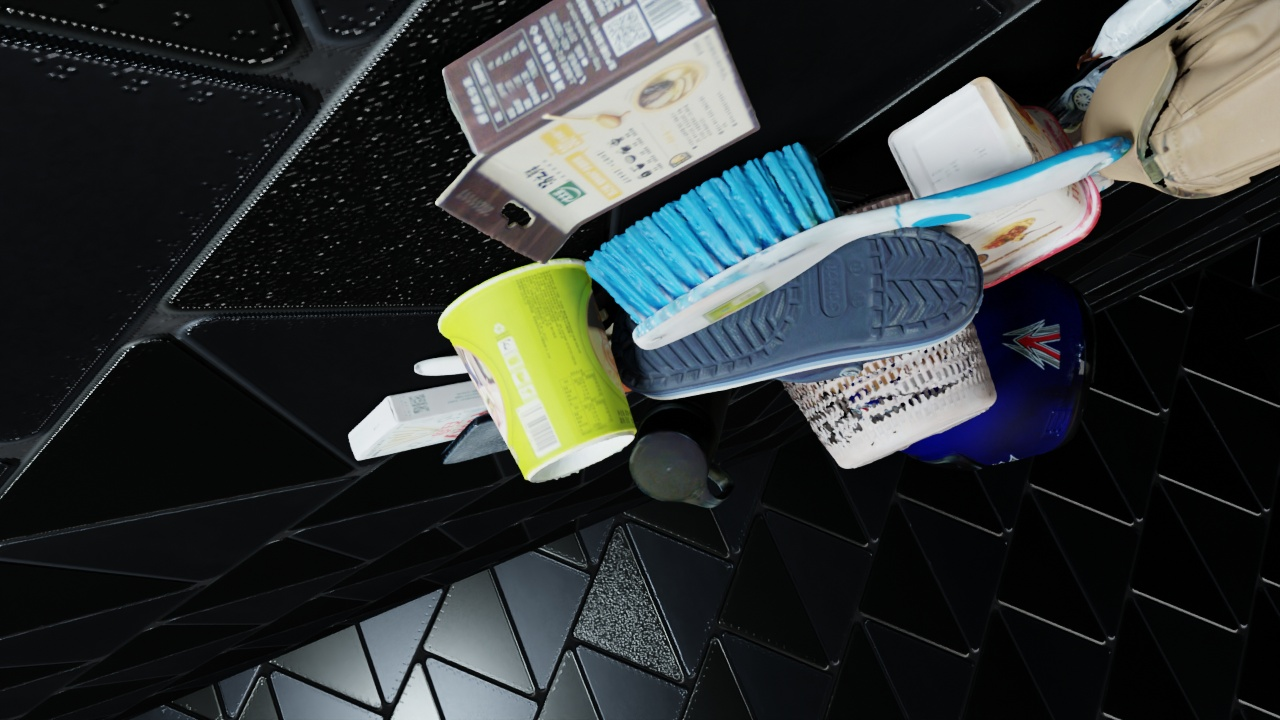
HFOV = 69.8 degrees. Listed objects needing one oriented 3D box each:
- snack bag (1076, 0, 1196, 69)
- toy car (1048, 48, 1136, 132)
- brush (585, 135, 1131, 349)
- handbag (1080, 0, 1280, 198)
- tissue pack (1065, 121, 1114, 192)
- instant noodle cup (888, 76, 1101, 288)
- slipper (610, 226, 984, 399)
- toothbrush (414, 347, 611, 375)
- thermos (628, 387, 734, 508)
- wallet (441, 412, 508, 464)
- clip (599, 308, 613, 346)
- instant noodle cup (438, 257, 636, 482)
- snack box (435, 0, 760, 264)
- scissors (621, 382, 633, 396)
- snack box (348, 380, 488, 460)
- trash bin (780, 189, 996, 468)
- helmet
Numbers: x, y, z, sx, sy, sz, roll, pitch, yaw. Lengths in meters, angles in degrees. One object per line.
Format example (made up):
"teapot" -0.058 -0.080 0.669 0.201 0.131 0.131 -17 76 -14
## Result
"snack bag" 0.319 -0.220 0.568 0.045 0.026 0.106 -47 -176 -41
"toy car" 0.348 -0.203 0.676 0.105 0.031 0.049 -26 166 4
"brush" 0.122 -0.091 0.565 0.315 0.109 0.060 -29 160 11
"handbag" 0.352 -0.169 0.557 0.148 0.100 0.204 -34 -175 19
"tissue pack" 0.350 -0.160 0.781 0.090 0.063 0.139 -30 166 25
"instant noodle cup" 0.241 -0.127 0.645 0.117 0.116 0.124 -31 153 28
"slipper" 0.105 -0.035 0.642 0.253 0.105 0.095 -11 161 13
"toothbrush" -0.077 0.000 0.684 0.180 0.016 0.016 -5 131 -8
"thermos" 0.048 0.044 0.781 0.069 0.090 0.242 -38 -169 22
"wallet" -0.113 0.058 0.828 0.120 0.019 0.097 -15 163 -36
"clip" -0.029 -0.014 0.772 0.074 0.034 0.101 -19 168 -21
"instant noodle cup" -0.061 0.012 0.617 0.111 0.123 0.112 -23 167 -6
"snack box" -0.018 -0.102 0.393 0.126 0.053 0.113 -26 167 12
"scissors" -0.018 0.000 0.725 0.235 0.021 0.139 -37 137 13
"snack box" -0.163 0.045 0.792 0.156 0.027 0.085 -10 161 -44
"trash bin" 0.210 -0.016 0.833 0.227 0.192 0.228 -22 167 -6
"helmet" 0.348 0.002 1.047 0.240 0.247 0.315 3 172 5
